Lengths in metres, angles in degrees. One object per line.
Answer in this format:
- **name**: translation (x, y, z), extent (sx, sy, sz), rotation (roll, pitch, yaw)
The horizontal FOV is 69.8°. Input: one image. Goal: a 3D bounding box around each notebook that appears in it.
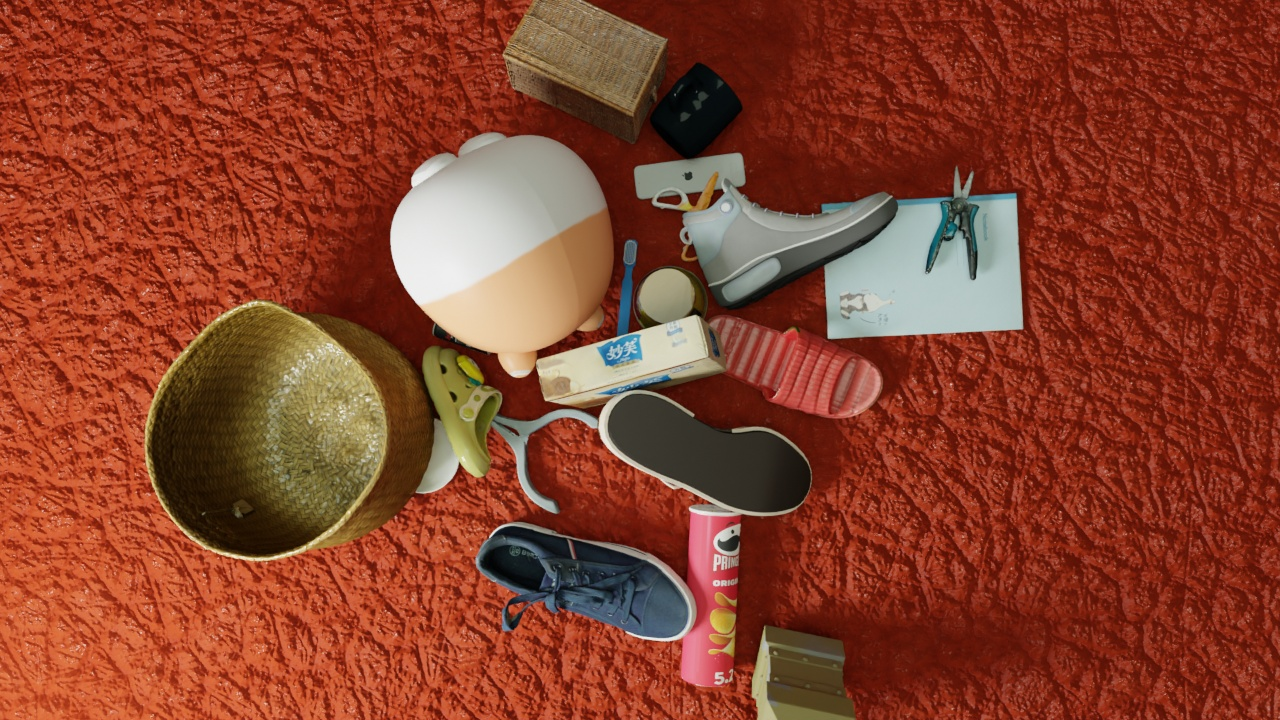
- **notebook**: translation (0.368, -0.124, 1.204), extent (0.253, 0.009, 0.181), rotation (-3, 89, 4)

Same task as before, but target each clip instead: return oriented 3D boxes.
- **clip**: translation (-0.111, 0.103, 1.226), extent (0.164, 0.031, 0.169), rotation (-34, 88, 1)

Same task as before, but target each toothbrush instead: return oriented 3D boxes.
- **toothbrush**: translation (-0.020, -0.079, 1.228), extent (0.016, 0.014, 0.166), rotation (6, 90, 4)

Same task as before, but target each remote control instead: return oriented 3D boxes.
- **remote control**: translation (0.066, -0.246, 1.227), extent (0.147, 0.008, 0.045), rotation (-7, 89, 4)

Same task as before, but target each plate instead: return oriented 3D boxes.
- **plate**: translation (-0.292, 0.126, 1.237), extent (0.104, 0.026, 0.104), rotation (0, 88, 4)

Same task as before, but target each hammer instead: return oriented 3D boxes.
- **hammer**: translation (0.174, 0.523, 1.147), extent (0.101, 0.190, 0.325), rotation (11, 107, 4)

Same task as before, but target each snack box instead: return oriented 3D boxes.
- **snack box**: translation (-0.007, 0.007, 1.141), extent (0.207, 0.153, 0.055), rotation (-15, 80, 12)

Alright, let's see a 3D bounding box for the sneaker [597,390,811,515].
- **sneaker**: translation (0.075, 0.124, 1.188), extent (0.293, 0.116, 0.111), rotation (18, 82, -15)

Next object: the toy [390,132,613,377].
- **toy**: translation (-0.161, -0.132, 1.124), extent (0.262, 0.266, 0.281), rotation (-35, 107, -29)

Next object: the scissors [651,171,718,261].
- **scissors**: translation (0.073, -0.195, 1.220), extent (0.131, 0.011, 0.125), rotation (23, 94, -3)

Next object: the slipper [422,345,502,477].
- **slipper**: translation (-0.221, 0.056, 1.183), extent (0.081, 0.092, 0.190), rotation (-25, 68, 1)

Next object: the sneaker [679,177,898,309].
- **sneaker**: translation (0.184, -0.184, 1.171), extent (0.257, 0.093, 0.160), rotation (-29, 85, 8)

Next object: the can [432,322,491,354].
- **can**: translation (-0.236, -0.035, 1.233), extent (0.080, 0.031, 0.031), rotation (19, 90, 4)

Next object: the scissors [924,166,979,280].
- **scissors**: translation (0.411, -0.168, 1.187), extent (0.119, 0.019, 0.151), rotation (44, 90, 4)

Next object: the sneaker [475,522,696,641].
- **sneaker**: translation (-0.077, 0.289, 1.152), extent (0.295, 0.127, 0.121), rotation (17, 93, 12)

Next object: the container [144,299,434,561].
- **container**: translation (-0.421, 0.093, 1.148), extent (0.307, 0.196, 0.307), rotation (-1, 85, 12)

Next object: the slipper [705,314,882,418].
- **slipper**: translation (0.192, 0.007, 1.190), extent (0.249, 0.059, 0.103), rotation (18, 90, 5)

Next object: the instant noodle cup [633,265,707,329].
- **instant noodle cup**: translation (0.036, -0.079, 1.175), extent (0.100, 0.112, 0.100), rotation (0, 88, 5)

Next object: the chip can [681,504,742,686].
- **chip can**: translation (0.092, 0.302, 1.187), extent (0.069, 0.069, 0.220), rotation (3, 90, 4)

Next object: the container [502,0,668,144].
- **container**: translation (-0.066, -0.382, 1.187), extent (0.198, 0.114, 0.112), rotation (27, 86, 2)

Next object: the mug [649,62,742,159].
- **mug**: translation (0.065, -0.324, 1.173), extent (0.094, 0.121, 0.085), rotation (-47, 70, 2)
